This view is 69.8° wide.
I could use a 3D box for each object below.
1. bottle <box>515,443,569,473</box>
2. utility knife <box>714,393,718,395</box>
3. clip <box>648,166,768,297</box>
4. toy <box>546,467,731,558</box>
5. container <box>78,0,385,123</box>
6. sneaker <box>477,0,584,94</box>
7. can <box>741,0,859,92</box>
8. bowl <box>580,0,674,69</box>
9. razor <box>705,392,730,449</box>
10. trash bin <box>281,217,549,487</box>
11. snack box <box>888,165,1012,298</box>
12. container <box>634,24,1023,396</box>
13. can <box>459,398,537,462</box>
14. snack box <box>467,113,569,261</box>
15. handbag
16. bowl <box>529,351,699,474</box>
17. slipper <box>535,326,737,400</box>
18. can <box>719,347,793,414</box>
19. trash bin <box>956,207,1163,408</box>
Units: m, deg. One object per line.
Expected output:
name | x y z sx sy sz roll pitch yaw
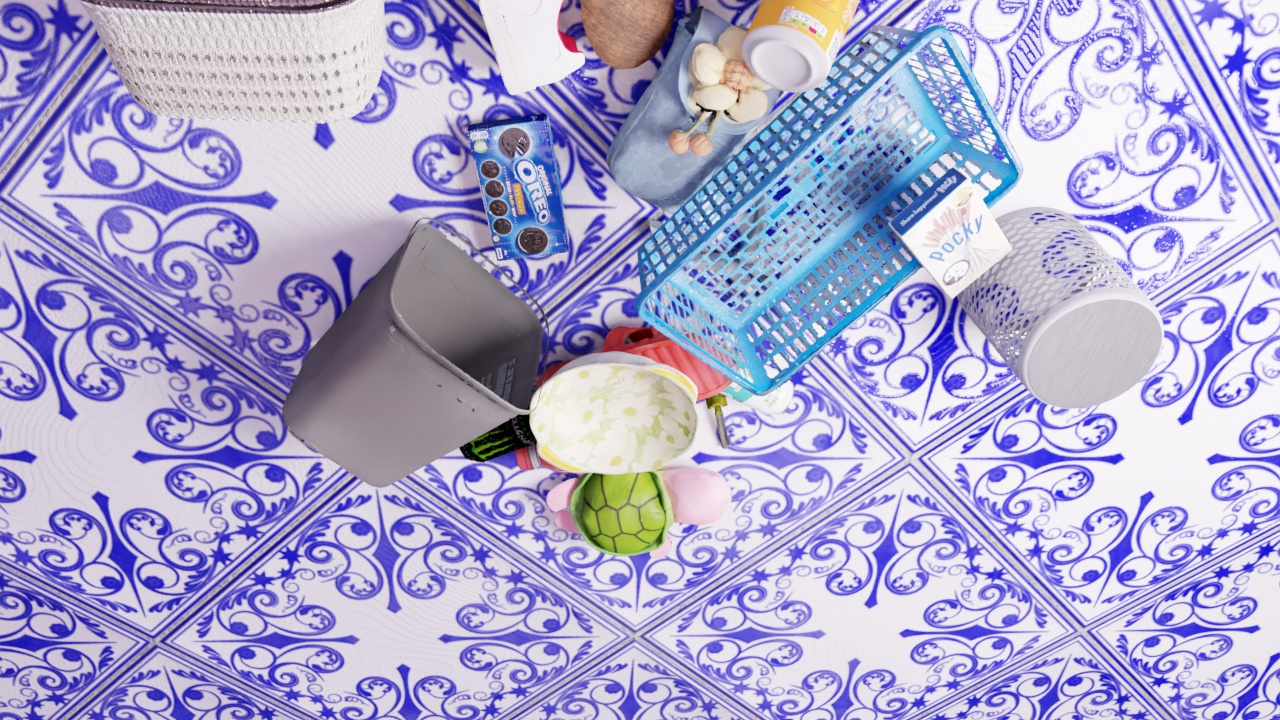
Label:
bottle | -0.067 0.104 1.139 0.177 0.062 0.062 -11 124 4
utility knife | 0.022 0.054 1.107 0.147 0.022 0.015 -15 135 3
clip | 0.111 -0.150 0.998 0.172 0.030 0.165 27 121 -22
toy | -0.001 0.186 1.186 0.238 0.087 0.190 -6 107 6
container | -0.336 -0.298 0.786 0.251 0.184 0.143 1 136 -3
sneaker | -0.103 -0.362 0.810 0.104 0.090 0.237 -17 123 -3
can | 0.150 -0.315 0.815 0.079 0.142 0.079 22 160 8
bowl | -0.004 -0.322 0.842 0.101 0.026 0.114 -41 137 -14
razor | 0.100 0.075 1.152 0.026 0.042 0.106 -14 133 2
trash bin | -0.248 0.006 0.993 0.221 0.197 0.197 -35 120 25
snack box | 0.315 -0.125 0.924 0.082 0.026 0.150 -42 140 15
container | 0.176 -0.144 0.914 0.363 0.089 0.257 -42 139 15
can | -0.156 0.083 1.111 0.138 0.053 0.054 -21 124 27
snack box | -0.125 -0.179 0.964 0.082 0.027 0.150 -8 125 1
handbag | 0.053 -0.232 0.885 0.121 0.118 0.192 28 110 -23
bowl | -0.028 0.050 1.033 0.188 0.060 0.220 34 128 -27
slipper | -0.006 0.006 1.080 0.249 0.059 0.103 -11 128 23
can | 0.130 0.026 1.103 0.101 0.054 0.055 25 119 -19
trash bin | 0.448 -0.056 0.990 0.156 0.183 0.157 -2 124 -3
